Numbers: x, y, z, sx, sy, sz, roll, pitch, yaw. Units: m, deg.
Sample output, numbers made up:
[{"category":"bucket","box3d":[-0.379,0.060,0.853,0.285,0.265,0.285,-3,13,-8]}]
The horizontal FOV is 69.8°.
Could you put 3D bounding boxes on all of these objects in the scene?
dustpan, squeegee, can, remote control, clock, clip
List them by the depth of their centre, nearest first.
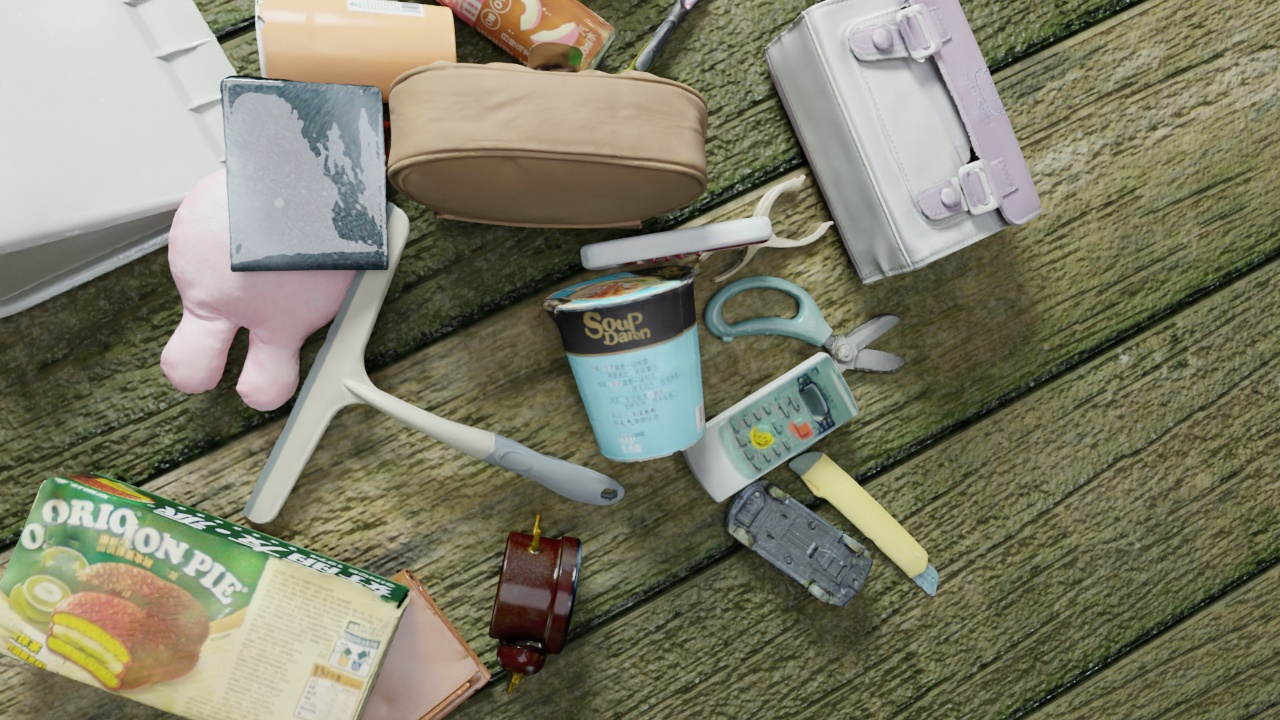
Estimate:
[{"category":"dustpan","box3d":[-0.416,-0.149,0.607,0.257,0.143,0.222,-35,100,-37]},{"category":"can","box3d":[-0.091,-0.249,0.638,0.147,0.058,0.058,34,86,-11]},{"category":"squeegee","box3d":[-0.117,0.056,0.650,0.246,0.039,0.246,26,99,-17]},{"category":"clock","box3d":[-0.077,0.176,0.653,0.055,0.082,0.122,12,90,-7]},{"category":"remote control","box3d":[0.026,-0.082,0.656,0.136,0.056,0.020,-9,95,5]},{"category":"remote control","box3d":[0.097,0.051,0.692,0.135,0.019,0.056,-31,100,-7]},{"category":"clip","box3d":[0.089,-0.109,0.695,0.104,0.035,0.089,-13,99,-2]}]

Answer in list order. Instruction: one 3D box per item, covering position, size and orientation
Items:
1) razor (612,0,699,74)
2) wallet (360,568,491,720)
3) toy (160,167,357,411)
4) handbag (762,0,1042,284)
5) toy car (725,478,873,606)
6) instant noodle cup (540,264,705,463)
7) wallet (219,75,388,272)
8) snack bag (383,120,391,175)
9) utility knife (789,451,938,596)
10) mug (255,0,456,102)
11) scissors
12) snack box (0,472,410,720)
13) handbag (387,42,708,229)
[{"category":"razor","box3d":[0.010,-0.229,0.677,0.042,0.022,0.142,36,86,-13]},{"category":"wallet","box3d":[-0.190,0.231,0.661,0.131,0.031,0.108,-38,96,-6]},{"category":"toy","box3d":[-0.257,-0.048,0.614,0.121,0.054,0.159,21,94,-31]},{"category":"handbag","box3d":[0.200,-0.173,0.676,0.144,0.099,0.197,-25,94,-23]},{"category":"toy car","box3d":[0.122,0.141,0.713,0.120,0.037,0.054,35,87,-1]},{"category":"instant noodle cup","box3d":[-0.004,0.004,0.651,0.111,0.111,0.120,-14,105,-10]},{"category":"wallet","box3d":[-0.211,-0.117,0.582,0.097,0.019,0.121,-3,95,-23]},{"category":"snack bag","box3d":[-0.221,-0.149,0.632,0.105,0.026,0.045,-1,78,-13]},{"category":"utility knife","box3d":[0.185,0.130,0.733,0.175,0.019,0.031,43,89,-9]},{"category":"mug","box3d":[-0.187,-0.208,0.615,0.122,0.078,0.078,-5,94,-14]},{"category":"scissors","box3d":[0.125,0.016,0.715,0.174,0.019,0.176,12,90,-12]},{"category":"snack box","box3d":[-0.286,0.168,0.605,0.240,0.063,0.114,21,85,-4]},{"category":"handbag","box3d":[-0.060,-0.143,0.607,0.204,0.148,0.099,2,80,-12]}]
